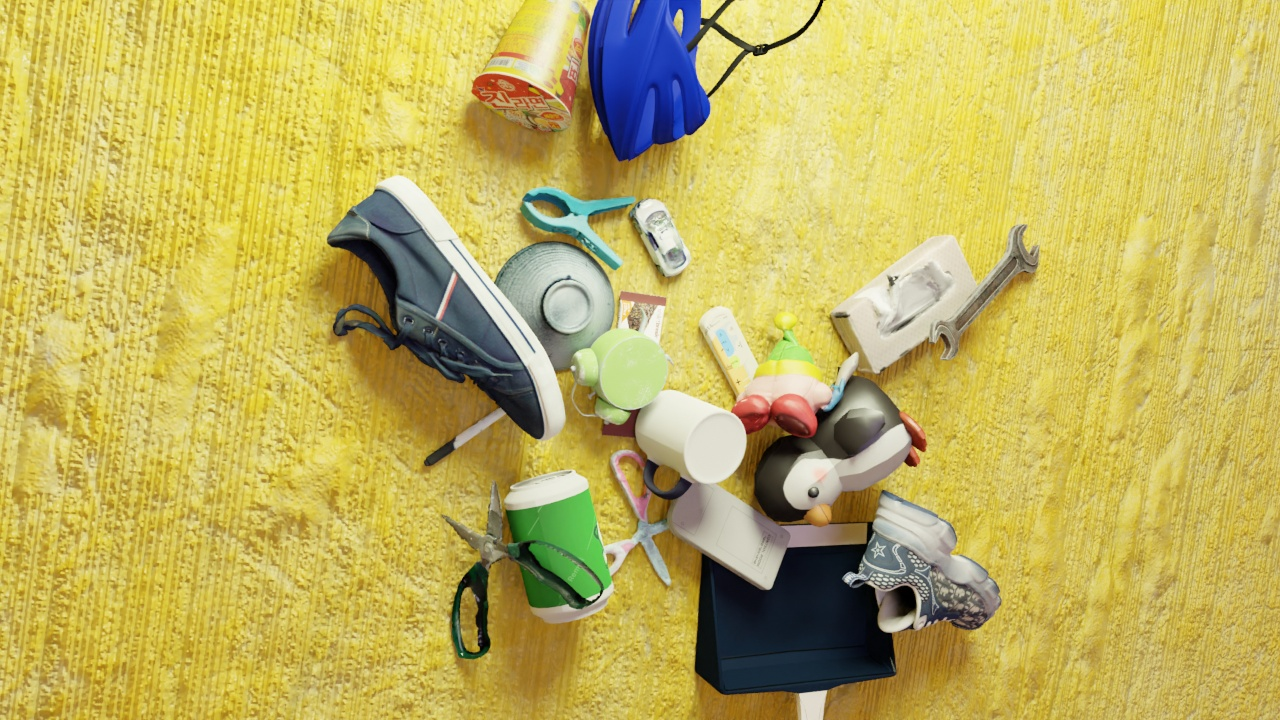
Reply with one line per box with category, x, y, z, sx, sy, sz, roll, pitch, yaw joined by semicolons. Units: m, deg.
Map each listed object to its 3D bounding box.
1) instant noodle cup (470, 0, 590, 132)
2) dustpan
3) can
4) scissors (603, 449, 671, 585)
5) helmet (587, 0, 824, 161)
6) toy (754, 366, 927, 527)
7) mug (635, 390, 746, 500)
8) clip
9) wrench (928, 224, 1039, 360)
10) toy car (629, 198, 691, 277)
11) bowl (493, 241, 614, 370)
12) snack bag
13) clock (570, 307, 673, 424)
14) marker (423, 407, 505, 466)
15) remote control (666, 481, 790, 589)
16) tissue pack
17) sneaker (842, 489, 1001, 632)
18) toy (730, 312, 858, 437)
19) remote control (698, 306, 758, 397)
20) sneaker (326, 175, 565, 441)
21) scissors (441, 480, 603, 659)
instant noodle cup;-0.096;-0.298;0.901;0.100;0.100;0.112;25;77;-21
dustpan;0.188;0.334;1.068;0.236;0.080;0.273;2;94;-22
can;-0.083;0.189;0.938;0.087;0.088;0.140;-14;91;-20
scissors;-0.015;0.187;1.014;0.176;0.013;0.170;-29;107;-19
helmet;0.061;-0.310;0.898;0.228;0.147;0.241;6;87;14
toy;0.205;0.104;1.043;0.184;0.159;0.140;-34;67;-6
mug;0.044;0.094;0.975;0.078;0.097;0.112;34;83;-33
clip;-0.069;-0.141;0.951;0.116;0.026;0.097;15;72;-18
wrench;0.422;-0.085;1.116;0.272;0.010;0.070;-40;111;-33
toy car;0.024;-0.134;0.993;0.038;0.027;0.090;-33;105;-14
bowl;-0.082;-0.055;0.942;0.137;0.057;0.137;-2;95;-22
snack bag;-0.006;0.006;1.001;0.057;0.013;0.158;7;92;-23
clock;-0.021;0.012;0.957;0.119;0.042;0.094;-38;117;-12
marker;-0.159;0.063;0.947;0.152;0.011;0.011;-36;106;-15
remote control;0.099;0.193;1.039;0.151;0.019;0.074;34;64;-15
tissue pack;0.321;-0.071;1.096;0.181;0.071;0.104;-33;106;-12
sneaker;0.329;0.271;1.085;0.132;0.103;0.269;-53;128;-11
toy;0.166;0.018;1.009;0.131;0.124;0.097;-57;132;-43
remote control;0.107;-0.003;1.042;0.038;0.018;0.125;-34;107;-16
sneaker;-0.192;-0.022;0.877;0.127;0.121;0.294;-43;104;-26
scissors;-0.123;0.222;0.906;0.015;0.206;0.202;-17;116;-58
